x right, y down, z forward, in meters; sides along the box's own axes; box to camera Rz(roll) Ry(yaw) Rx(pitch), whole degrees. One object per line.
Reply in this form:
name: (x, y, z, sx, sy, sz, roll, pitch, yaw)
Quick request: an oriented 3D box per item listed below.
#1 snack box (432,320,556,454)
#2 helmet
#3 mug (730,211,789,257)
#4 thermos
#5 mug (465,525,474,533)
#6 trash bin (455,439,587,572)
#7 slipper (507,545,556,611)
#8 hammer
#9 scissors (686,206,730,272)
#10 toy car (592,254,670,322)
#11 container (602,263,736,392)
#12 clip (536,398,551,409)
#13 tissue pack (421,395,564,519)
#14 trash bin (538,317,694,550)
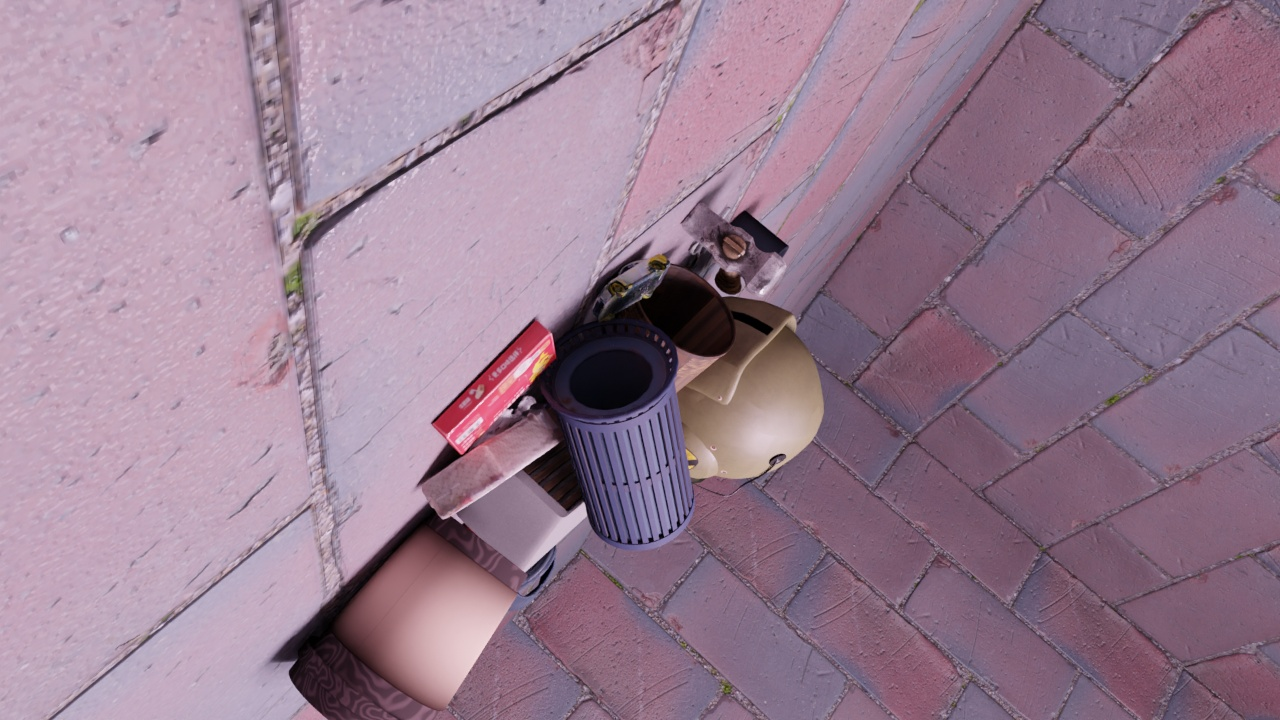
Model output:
snack box: (-0.132, 0.027, 0.853, 0.132, 0.021, 0.089, -47, 171, -12)
helmet: (0.114, 0.029, 1.198, 0.249, 0.255, 0.234, -42, 177, -40)
mug: (0.158, -0.156, 1.283, 0.071, 0.077, 0.105, -51, 171, 17)
thermos: (-0.243, 0.290, 1.005, 0.225, 0.173, 0.173, -53, 172, -15)
mug: (-0.193, 0.250, 1.233, 0.076, 0.112, 0.075, -47, 135, -11)
trash bin: (-0.107, 0.147, 1.178, 0.115, 0.114, 0.228, -54, 169, 32)
slipper: (-0.188, 0.314, 1.309, 0.264, 0.082, 0.101, -21, -154, 51)
hammer: (0.112, -0.117, 1.149, 0.049, 0.121, 0.318, -51, 175, 1)
scissors: (0.077, -0.134, 1.199, 0.090, 0.014, 0.172, -45, 168, -19)
toy car: (-0.012, -0.078, 0.949, 0.105, 0.033, 0.048, -35, 166, -40)
container: (0.010, -0.010, 1.068, 0.131, 0.132, 0.168, -38, 172, -49)
clip: (-0.111, 0.051, 1.092, 0.037, 0.013, 0.053, -42, 171, -31)
tissue pack: (-0.146, 0.093, 0.968, 0.104, 0.071, 0.181, -36, 175, 23)
trash bin: (-0.015, 0.091, 0.994, 0.139, 0.139, 0.250, -44, 143, -28)
